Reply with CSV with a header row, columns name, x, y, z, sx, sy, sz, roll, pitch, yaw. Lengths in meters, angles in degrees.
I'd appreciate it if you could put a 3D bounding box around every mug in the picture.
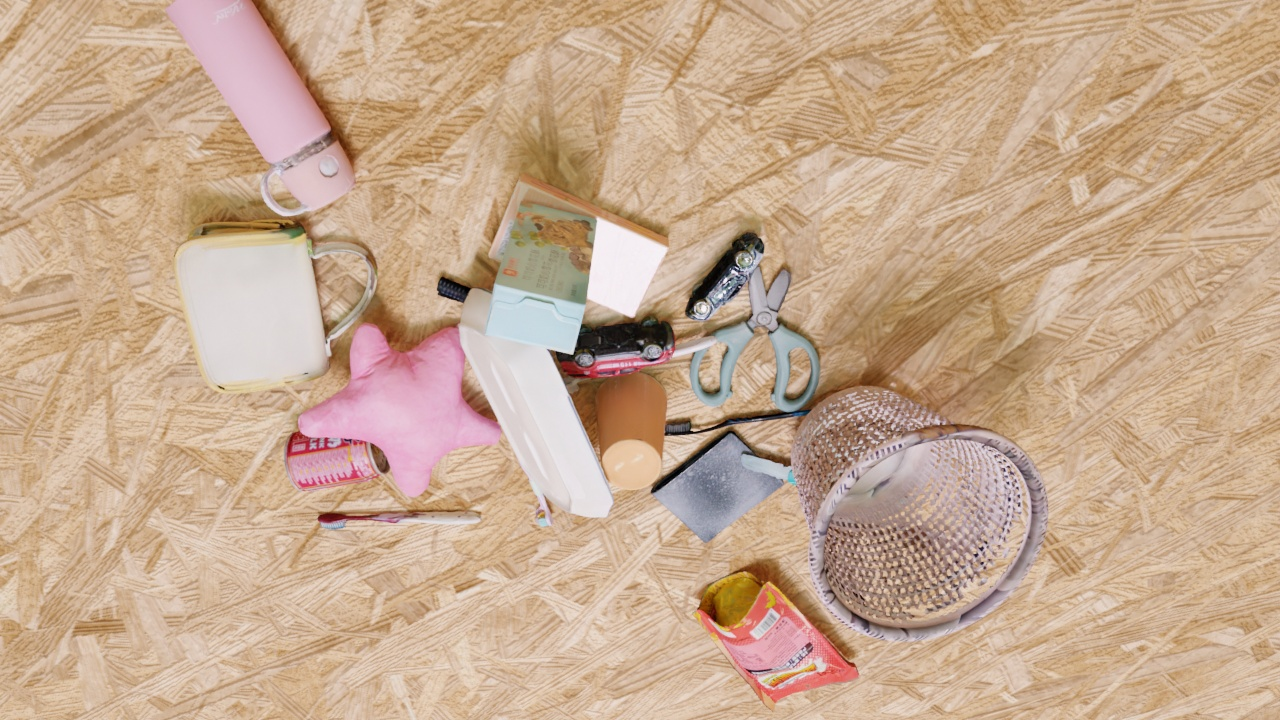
name,x,y,z,sx,sy,sz,roll,pitch,yaw
mug,-0.009,0.074,0.931,0.078,0.122,0.078,0,118,0

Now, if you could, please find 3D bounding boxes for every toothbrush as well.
name,x,y,z,sx,sy,sz,roll,pitch,yaw
toothbrush,0.117,0.063,0.987,0.189,0.014,0.016,-9,92,4
toothbrush,-0.275,0.184,1.049,0.187,0.016,0.017,-1,125,1
toothbrush,-0.133,0.103,1.005,0.021,0.029,0.189,-33,119,-29
toothbrush,-0.006,0.006,0.949,0.180,0.016,0.016,-17,126,14

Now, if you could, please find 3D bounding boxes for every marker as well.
name,x,y,z,sx,sy,sz,roll,pitch,yaw
marker,-0.143,-0.052,0.926,0.130,0.018,0.023,23,140,-11

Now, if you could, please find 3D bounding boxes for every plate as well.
name,x,y,z,sx,sy,sz,roll,pitch,yaw
plate,-0.109,0.052,0.903,0.034,0.162,0.266,-34,121,-23

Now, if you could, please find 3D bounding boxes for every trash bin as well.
name,x,y,z,sx,sy,sz,roll,pitch,yaw
trash bin,0.247,0.128,0.908,0.227,0.192,0.228,-3,112,-8

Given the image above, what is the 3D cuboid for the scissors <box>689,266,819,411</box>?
name,x,y,z,sx,sy,sz,roll,pitch,yaw
scissors,0.137,-0.013,0.945,0.169,0.019,0.178,22,115,-10

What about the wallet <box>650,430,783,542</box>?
name,x,y,z,sx,sy,sz,roll,pitch,yaw
wallet,0.087,0.142,1.027,0.121,0.019,0.097,-39,113,17

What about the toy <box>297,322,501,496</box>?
name,x,y,z,sx,sy,sz,roll,pitch,yaw
toy,-0.225,0.042,0.934,0.194,0.075,0.178,37,87,-31

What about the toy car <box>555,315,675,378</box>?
name,x,y,z,sx,sy,sz,roll,pitch,yaw
toy car,-0.024,-0.011,0.926,0.120,0.052,0.045,-8,132,6

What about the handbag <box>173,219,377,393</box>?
name,x,y,z,sx,sy,sz,roll,pitch,yaw
handbag,-0.349,-0.059,0.907,0.178,0.063,0.163,-7,118,-13

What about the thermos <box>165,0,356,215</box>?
name,x,y,z,sx,sy,sz,roll,pitch,yaw
thermos,-0.332,-0.223,0.801,0.067,0.087,0.199,6,130,49

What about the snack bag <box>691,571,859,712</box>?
name,x,y,z,sx,sy,sz,roll,pitch,yaw
snack bag,0.161,0.345,1.110,0.129,0.073,0.208,-30,119,19

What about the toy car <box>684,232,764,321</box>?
name,x,y,z,sx,sy,sz,roll,pitch,yaw
toy car,0.083,-0.078,0.894,0.031,0.048,0.106,36,113,-14

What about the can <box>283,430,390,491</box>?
name,x,y,z,sx,sy,sz,roll,pitch,yaw
can,-0.320,0.100,0.976,0.094,0.066,0.066,-10,117,6

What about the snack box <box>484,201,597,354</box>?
name,x,y,z,sx,sy,sz,roll,pitch,yaw
snack box,-0.083,-0.076,0.794,0.074,0.174,0.052,13,121,-8

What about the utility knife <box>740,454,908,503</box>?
name,x,y,z,sx,sy,sz,roll,pitch,yaw
utility knife,0.206,0.136,1.021,0.209,0.013,0.029,17,114,-13

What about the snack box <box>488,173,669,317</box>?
name,x,y,z,sx,sy,sz,roll,pitch,yaw
snack box,-0.060,-0.109,0.889,0.157,0.026,0.085,23,115,-12
